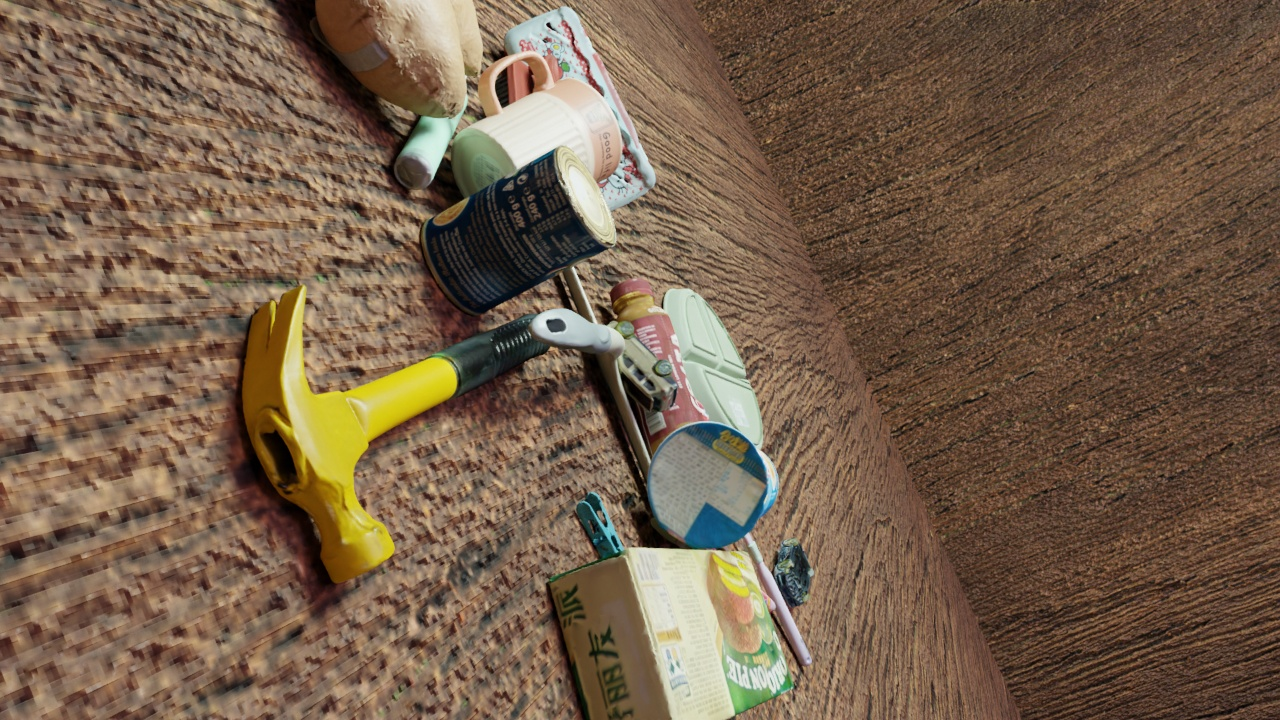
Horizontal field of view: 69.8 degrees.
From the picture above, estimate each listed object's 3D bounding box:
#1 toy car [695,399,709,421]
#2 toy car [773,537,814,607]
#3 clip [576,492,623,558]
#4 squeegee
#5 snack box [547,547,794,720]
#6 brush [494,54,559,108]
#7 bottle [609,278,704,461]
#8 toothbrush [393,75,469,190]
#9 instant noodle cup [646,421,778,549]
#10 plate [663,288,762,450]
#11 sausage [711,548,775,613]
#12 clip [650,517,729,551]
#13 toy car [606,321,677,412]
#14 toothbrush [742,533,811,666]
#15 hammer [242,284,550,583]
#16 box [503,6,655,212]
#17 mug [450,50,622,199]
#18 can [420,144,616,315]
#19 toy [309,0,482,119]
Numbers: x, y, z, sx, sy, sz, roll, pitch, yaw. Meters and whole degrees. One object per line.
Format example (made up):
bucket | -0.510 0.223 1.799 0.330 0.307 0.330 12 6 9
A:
toy car | 0.040 0.057 0.877 0.053 0.045 0.120 32 35 -61
toy car | 0.168 0.235 1.019 0.049 0.031 0.105 64 19 -4
clip | -0.027 0.121 0.652 0.056 0.014 0.041 64 18 -4
squeegee | -0.035 -0.013 0.674 0.246 0.039 0.246 36 32 -80
snack box | 0.032 0.195 0.641 0.240 0.063 0.114 25 43 -64
brush | -0.094 -0.218 0.816 0.063 0.069 0.145 46 26 -47
bottle | 0.013 0.008 0.839 0.057 0.058 0.174 29 40 -61
toothbrush | -0.148 -0.188 0.694 0.026 0.027 0.224 43 26 -25
instant noodle cup | 0.068 0.102 0.758 0.099 0.099 0.109 69 16 13
plate | 0.093 0.014 1.107 0.230 0.027 0.229 52 22 -33
sausage | 0.093 0.208 0.864 0.156 0.020 0.020 49 24 -41
clip | 0.046 0.158 0.780 0.098 0.034 0.064 55 21 -13
toy car | -0.005 0.005 0.785 0.090 0.035 0.042 48 -28 25
toothbrush | 0.133 0.236 0.943 0.029 0.021 0.189 -33 102 -33
hammer | -0.115 0.009 0.523 0.129 0.033 0.300 65 18 -4
box | -0.059 -0.246 0.914 0.201 0.091 0.068 62 10 -9
mug | -0.083 -0.169 0.688 0.105 0.082 0.114 -38 120 -37
can | -0.080 -0.087 0.616 0.075 0.111 0.075 53 21 -32
toy | -0.168 -0.261 0.664 0.143 0.083 0.225 60 15 -30
